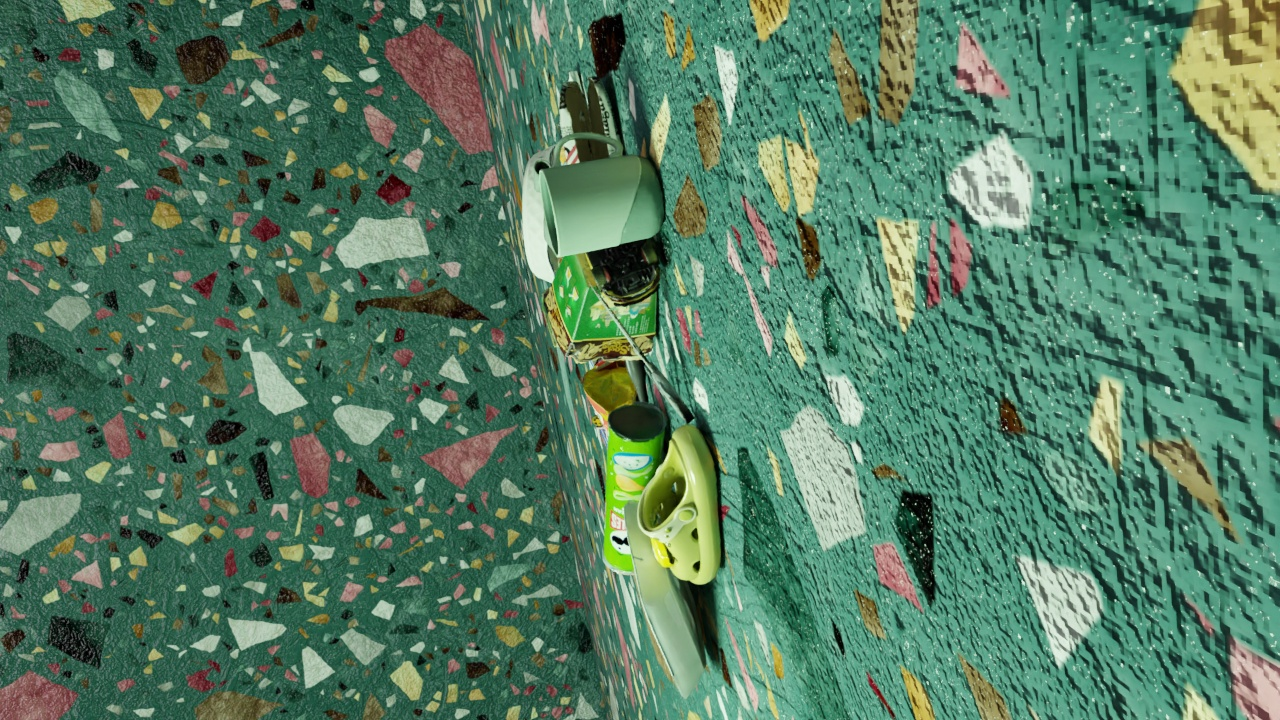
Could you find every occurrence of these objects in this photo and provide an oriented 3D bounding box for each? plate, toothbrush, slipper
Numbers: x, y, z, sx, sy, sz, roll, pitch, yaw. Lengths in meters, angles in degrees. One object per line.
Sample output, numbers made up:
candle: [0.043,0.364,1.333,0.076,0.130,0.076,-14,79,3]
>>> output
plate: [0.035,0.276,1.071,0.161,0.034,0.266,-99,-9,-54]
toothbrush: [-0.007,0.007,1.135,0.026,0.027,0.212,-16,-85,-63]
plate: [-0.140,-0.216,1.374,0.205,0.045,0.205,3,-92,-85]
slipper: [0.035,0.150,0.939,0.091,0.081,0.191,-112,16,-54]

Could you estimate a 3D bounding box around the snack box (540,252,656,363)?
snack box: [-0.038,-0.075,1.014,0.106,0.118,0.117,106,152,-45]

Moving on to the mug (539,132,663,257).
mug: [-0.040,-0.164,0.881,0.082,0.106,0.112,-150,48,-78]

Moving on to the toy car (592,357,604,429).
toy car: [-0.052,0.048,1.376,0.056,0.037,0.122,-63,-25,-56]

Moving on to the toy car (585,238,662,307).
toy car: [-0.028,-0.125,0.947,0.041,0.071,0.155,67,178,-58]

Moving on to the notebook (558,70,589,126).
notebook: [-0.083,-0.283,1.242,0.209,0.012,0.150,164,93,-80]

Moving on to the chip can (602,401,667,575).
chip can: [-0.009,0.161,1.138,0.072,0.072,0.236,-114,22,-50]

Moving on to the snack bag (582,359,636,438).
snack bag: [-0.034,0.077,1.263,0.208,0.073,0.128,85,-175,-60]

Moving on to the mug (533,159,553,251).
mug: [-0.097,-0.194,1.183,0.124,0.083,0.103,53,172,-2]

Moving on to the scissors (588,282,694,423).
scissors: [0.002,-0.003,0.940,0.159,0.014,0.172,51,178,26]

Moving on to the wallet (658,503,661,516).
wallet: [0.038,0.244,1.204,0.122,0.020,0.096,91,168,-54]

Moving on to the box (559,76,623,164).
box: [-0.039,-0.228,1.008,0.074,0.079,0.163,-57,-44,-71]

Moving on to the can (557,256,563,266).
can: [-0.074,-0.098,1.292,0.058,0.058,0.147,90,164,-50]

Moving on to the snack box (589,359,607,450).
snack box: [-0.053,0.074,1.472,0.084,0.026,0.157,-122,22,-62]

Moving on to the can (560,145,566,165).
can: [-0.056,-0.188,1.081,0.058,0.058,0.146,-138,37,-73]
